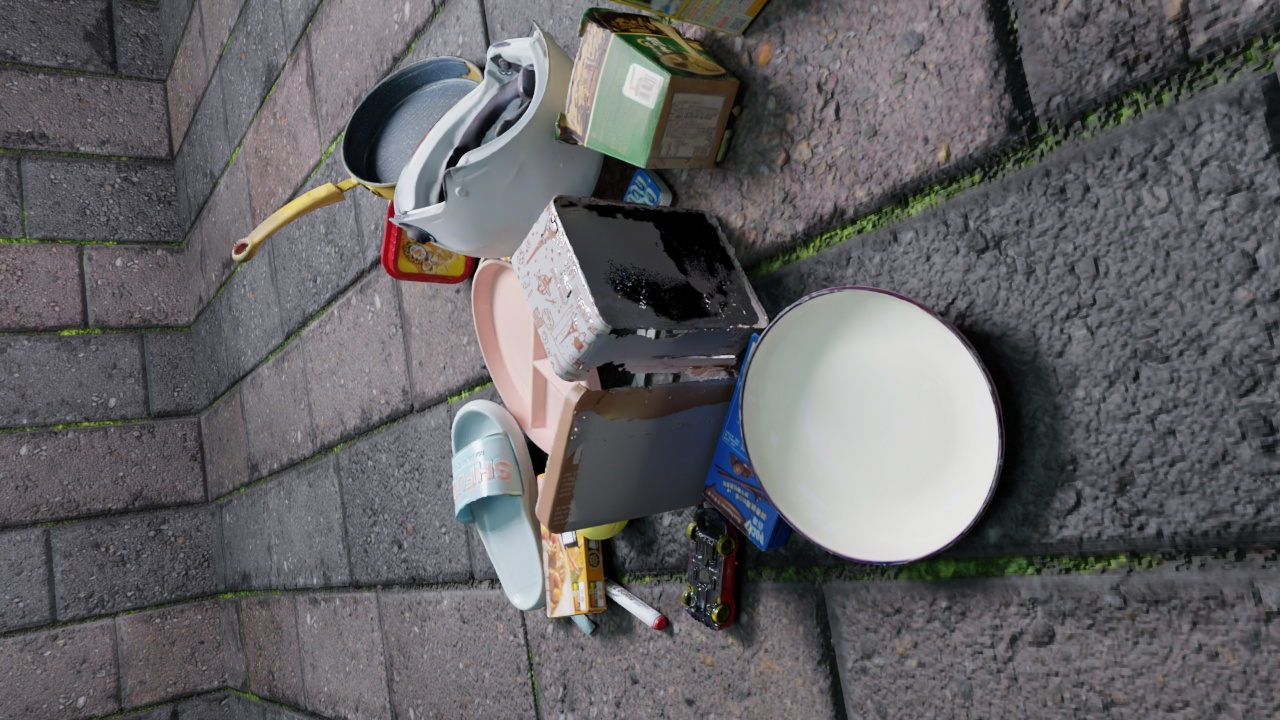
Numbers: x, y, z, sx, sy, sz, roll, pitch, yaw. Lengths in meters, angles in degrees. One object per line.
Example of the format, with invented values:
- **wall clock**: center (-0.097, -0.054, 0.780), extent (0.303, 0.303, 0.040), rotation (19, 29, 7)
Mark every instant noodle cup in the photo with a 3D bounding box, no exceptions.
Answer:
- **instant noodle cup**: center (-0.273, -0.169, 1.165), extent (0.123, 0.116, 0.116), rotation (50, 132, 53)

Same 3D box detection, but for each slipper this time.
- **slipper**: center (-0.166, 0.166, 1.036), extent (0.104, 0.074, 0.245), rotation (-29, 77, 38)

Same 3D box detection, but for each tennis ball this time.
- **tennis ball**: center (-0.041, 0.144, 0.909), extent (0.066, 0.065, 0.065), rotation (7, 98, 53)

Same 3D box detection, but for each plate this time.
- **plate**: center (-0.109, -0.001, 0.966), extent (0.229, 0.028, 0.230), rotation (38, 142, 37)
- **plate**: center (0.157, 0.043, 0.632), extent (0.193, 0.039, 0.192), rotation (9, 105, 39)

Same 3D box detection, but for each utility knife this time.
- **utility knife**: center (-0.115, 0.248, 1.059), extent (0.223, 0.015, 0.033), rotation (33, 121, 47)

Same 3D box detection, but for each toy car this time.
- **toy car**: center (0.064, 0.180, 0.798), extent (0.049, 0.031, 0.106), rotation (13, 105, 52)

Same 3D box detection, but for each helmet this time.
- **helmet**: center (-0.128, -0.193, 0.912), extent (0.259, 0.146, 0.228), rotation (-12, 50, 54)

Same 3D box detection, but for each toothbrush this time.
- **toothbrush**: center (-0.090, 0.185, 1.023), extent (0.189, 0.014, 0.017), rotation (64, 146, 26)

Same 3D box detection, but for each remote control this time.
- **remote control**: center (-0.007, -0.120, 0.874), extent (0.049, 0.024, 0.125), rotation (56, 133, 34)

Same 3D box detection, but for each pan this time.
- **pan**: center (-0.323, -0.228, 1.072), extent (0.357, 0.078, 0.198), rotation (-48, 54, -8)

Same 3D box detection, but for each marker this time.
- **marker**: center (-0.022, 0.237, 0.933), extent (0.145, 0.017, 0.017), rotation (19, 108, 51)

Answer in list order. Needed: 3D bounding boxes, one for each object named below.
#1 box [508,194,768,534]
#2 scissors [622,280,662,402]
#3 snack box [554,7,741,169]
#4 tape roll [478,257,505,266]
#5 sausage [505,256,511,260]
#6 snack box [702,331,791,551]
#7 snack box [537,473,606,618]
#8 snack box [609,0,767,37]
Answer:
- **box**: center (0.003, 0.002, 0.745), extent (0.136, 0.179, 0.269), rotation (-4, 89, 52)
- **scissors**: center (0.003, 0.014, 0.886), extent (0.165, 0.014, 0.164), rotation (-46, 56, 42)
- **snack box**: center (0.011, -0.217, 0.769), extent (0.105, 0.117, 0.118), rotation (42, 128, 38)
- **tape roll**: center (-0.174, -0.091, 1.109), extent (0.086, 0.013, 0.086), rotation (6, 98, 53)
- **sausage**: center (-0.169, -0.164, 1.089), extent (0.022, 0.021, 0.165), rotation (-54, 52, 41)
- **snack box**: center (0.103, 0.065, 0.739), extent (0.084, 0.026, 0.157), rotation (40, 123, 44)
- **snack box**: center (-0.073, 0.190, 0.968), extent (0.075, 0.026, 0.153), rotation (-24, 66, 46)
- **snack box**: center (0.043, -0.300, 0.693), extent (0.087, 0.140, 0.033), rotation (-44, 56, 46)
